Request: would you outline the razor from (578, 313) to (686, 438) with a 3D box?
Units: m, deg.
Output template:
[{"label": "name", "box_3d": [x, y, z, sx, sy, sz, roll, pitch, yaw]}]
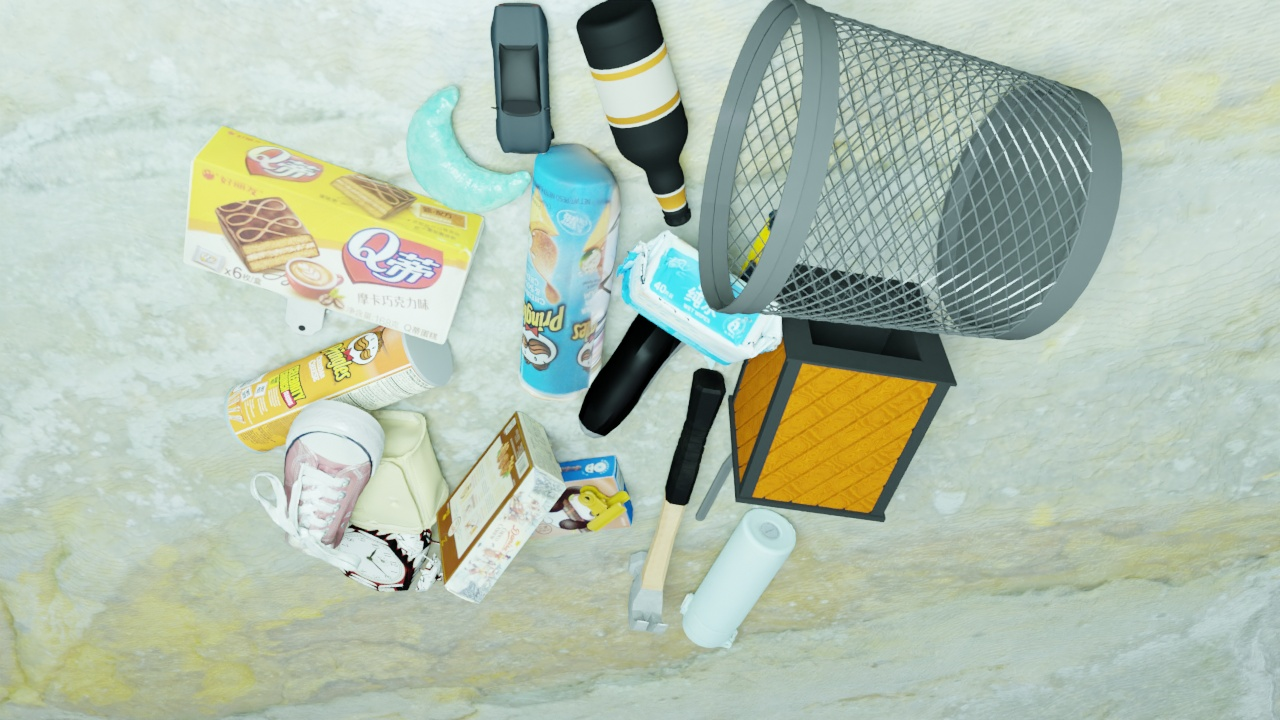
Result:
[{"label": "razor", "box_3d": [-0.005, 0.005, 0.842, 0.057, 0.060, 0.156, 37, 86, 11]}]

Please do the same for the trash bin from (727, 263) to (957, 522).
[{"label": "trash bin", "box_3d": [0.171, 0.029, 0.833, 0.139, 0.139, 0.172, 8, 130, -5]}]

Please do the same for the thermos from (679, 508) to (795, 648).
[{"label": "thermos", "box_3d": [0.110, 0.262, 1.079, 0.078, 0.065, 0.207, 30, 128, 7]}]

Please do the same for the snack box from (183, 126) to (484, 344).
[{"label": "snack box", "box_3d": [-0.261, -0.105, 0.788, 0.230, 0.061, 0.110, 18, 128, -12]}]

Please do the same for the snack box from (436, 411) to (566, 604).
[{"label": "snack box", "box_3d": [-0.141, 0.140, 0.905, 0.041, 0.143, 0.147, 35, 97, -23]}]

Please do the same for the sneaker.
[{"label": "sneaker", "box_3d": [-0.308, 0.132, 0.874, 0.118, 0.087, 0.242, 21, 134, -9]}]

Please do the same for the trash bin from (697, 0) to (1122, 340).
[{"label": "trash bin", "box_3d": [0.182, -0.124, 0.663, 0.227, 0.217, 0.218, 9, 130, -11]}]

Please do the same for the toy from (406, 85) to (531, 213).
[{"label": "toy", "box_3d": [-0.147, -0.163, 0.750, 0.085, 0.033, 0.105, -31, 114, 31]}]

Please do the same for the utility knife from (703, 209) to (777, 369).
[{"label": "utility knife", "box_3d": [0.095, -0.060, 0.836, 0.017, 0.030, 0.179, -14, 141, -35]}]

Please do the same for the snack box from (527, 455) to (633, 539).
[{"label": "snack box", "box_3d": [-0.091, 0.154, 1.016, 0.151, 0.034, 0.087, -8, 129, 9]}]

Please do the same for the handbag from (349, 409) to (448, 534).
[{"label": "handbag", "box_3d": [-0.269, 0.119, 0.964, 0.111, 0.081, 0.119, 1, 131, 8]}]

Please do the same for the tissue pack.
[{"label": "tissue pack", "box_3d": [0.048, -0.051, 0.774, 0.144, 0.093, 0.061, 32, 81, -5]}]

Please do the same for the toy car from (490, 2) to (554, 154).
[{"label": "toy car", "box_3d": [-0.090, -0.212, 0.699, 0.046, 0.034, 0.112, 1, 116, 1]}]

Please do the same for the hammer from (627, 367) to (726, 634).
[{"label": "hammer", "box_3d": [0.035, 0.156, 0.976, 0.039, 0.131, 0.329, 10, 121, -6]}]

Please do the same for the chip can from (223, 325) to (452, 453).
[{"label": "chip can", "box_3d": [-0.293, 0.023, 0.887, 0.215, 0.075, 0.075, -20, 126, 18]}]

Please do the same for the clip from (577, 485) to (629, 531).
[{"label": "clip", "box_3d": [-0.044, 0.155, 0.973, 0.054, 0.044, 0.049, -38, 145, 29]}]

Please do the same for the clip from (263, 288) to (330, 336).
[{"label": "clip", "box_3d": [-0.310, -0.057, 0.865, 0.102, 0.050, 0.059, 16, 135, -10]}]

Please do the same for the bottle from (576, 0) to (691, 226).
[{"label": "bottle", "box_3d": [0.006, -0.184, 0.713, 0.059, 0.059, 0.182, -12, 129, 12]}]

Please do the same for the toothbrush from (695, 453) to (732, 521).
[{"label": "toothbrush", "box_3d": [0.090, 0.124, 0.999, 0.013, 0.013, 0.168, 14, 130, -9]}]

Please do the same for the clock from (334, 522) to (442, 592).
[{"label": "clock", "box_3d": [-0.277, 0.208, 1.045, 0.155, 0.064, 0.115, 8, 131, 15]}]

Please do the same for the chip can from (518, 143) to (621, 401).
[{"label": "chip can", "box_3d": [-0.062, -0.071, 0.802, 0.080, 0.079, 0.230, 7, 129, -4]}]
